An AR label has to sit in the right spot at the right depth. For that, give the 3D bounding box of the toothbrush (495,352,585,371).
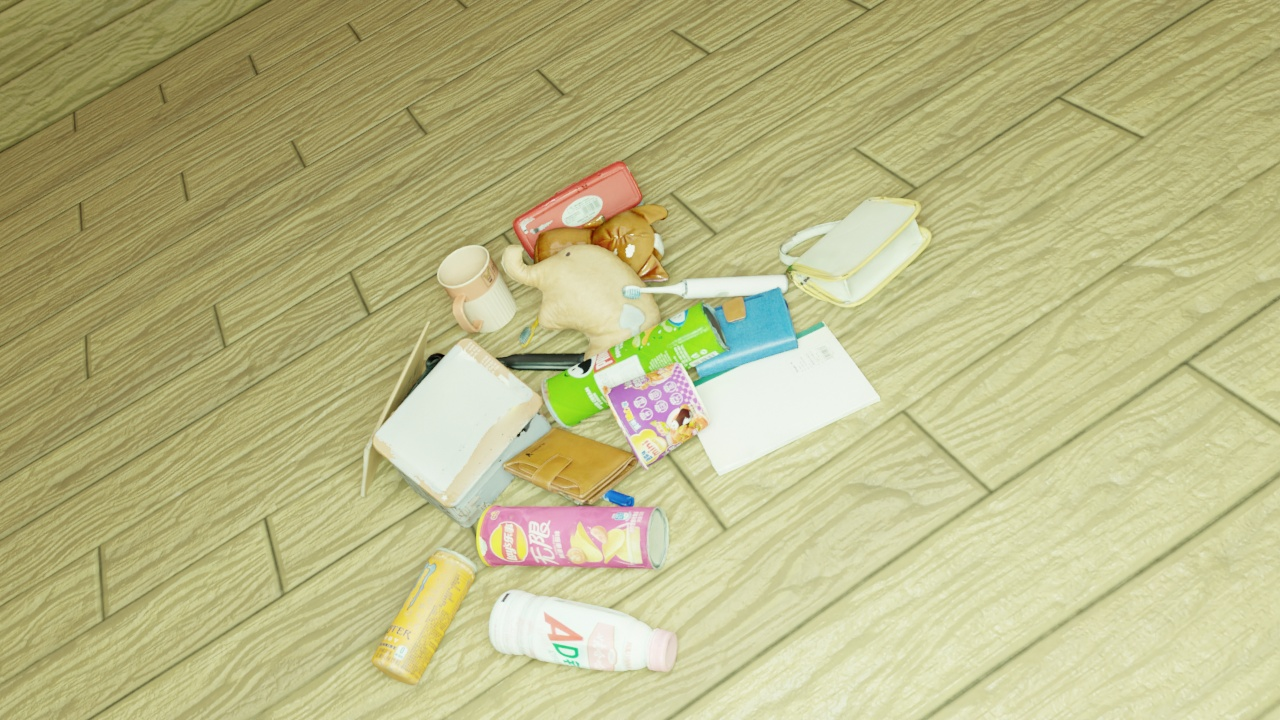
[{"bbox_3d":[-0.168,0.003,1.285,0.213,0.027,0.026,-1,16,25],"label":"toothbrush"}]

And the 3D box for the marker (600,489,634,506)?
[{"bbox_3d":[-0.070,0.152,1.115,0.146,0.017,0.016,15,58,33],"label":"marker"}]

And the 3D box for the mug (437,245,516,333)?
[{"bbox_3d":[-0.241,-0.092,1.344,0.082,0.106,0.114,-6,49,19],"label":"mug"}]

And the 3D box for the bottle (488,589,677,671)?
[{"bbox_3d":[-0.060,0.287,0.958,0.197,0.068,0.068,3,52,23],"label":"bottle"}]

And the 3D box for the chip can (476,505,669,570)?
[{"bbox_3d":[-0.077,0.199,1.038,0.211,0.071,0.071,-4,49,21],"label":"chip can"}]

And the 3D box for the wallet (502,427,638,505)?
[{"bbox_3d":[-0.089,0.131,1.110,0.131,0.035,0.118,16,31,34],"label":"wallet"}]

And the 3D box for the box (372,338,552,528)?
[{"bbox_3d":[-0.225,0.085,1.137,0.151,0.168,0.181,24,63,38],"label":"box"}]

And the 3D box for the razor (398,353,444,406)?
[{"bbox_3d":[-0.293,0.049,1.248,0.068,0.062,0.167,-53,6,30],"label":"razor"}]

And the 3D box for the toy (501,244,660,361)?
[{"bbox_3d":[-0.076,-0.091,1.221,0.226,0.082,0.143,42,80,5],"label":"toy"}]

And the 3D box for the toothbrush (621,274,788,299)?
[{"bbox_3d":[0.084,-0.095,1.197,0.221,0.027,0.026,-3,50,-12],"label":"toothbrush"}]

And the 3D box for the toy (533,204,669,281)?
[{"bbox_3d":[-0.049,-0.148,1.306,0.200,0.130,0.140,-14,75,26],"label":"toy"}]

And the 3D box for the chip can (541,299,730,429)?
[{"bbox_3d":[-0.007,0.007,1.149,0.236,0.072,0.072,-26,44,15],"label":"chip can"}]

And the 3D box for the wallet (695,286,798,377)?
[{"bbox_3d":[0.129,-0.037,1.175,0.133,0.040,0.106,-17,43,10],"label":"wallet"}]

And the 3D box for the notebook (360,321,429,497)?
[{"bbox_3d":[-0.329,0.065,1.232,0.008,0.148,0.207,21,54,-6],"label":"notebook"}]

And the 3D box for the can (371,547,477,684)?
[{"bbox_3d":[-0.243,0.289,1.041,0.058,0.058,0.145,8,54,29],"label":"can"}]

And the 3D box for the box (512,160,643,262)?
[{"bbox_3d":[-0.098,-0.229,1.435,0.201,0.095,0.099,-30,18,-2],"label":"box"}]

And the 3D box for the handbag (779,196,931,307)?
[{"bbox_3d":[0.270,-0.148,1.211,0.163,0.063,0.179,-41,32,-14],"label":"handbag"}]

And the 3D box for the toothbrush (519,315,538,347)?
[{"bbox_3d":[-0.137,-0.095,1.362,0.016,0.018,0.190,7,54,26],"label":"toothbrush"}]

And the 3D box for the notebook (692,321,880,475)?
[{"bbox_3d":[0.161,0.041,1.114,0.209,0.012,0.150,-25,44,0],"label":"notebook"}]

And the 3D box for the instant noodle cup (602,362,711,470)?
[{"bbox_3d":[0.023,0.060,1.086,0.099,0.111,0.111,-27,45,2],"label":"instant noodle cup"}]
